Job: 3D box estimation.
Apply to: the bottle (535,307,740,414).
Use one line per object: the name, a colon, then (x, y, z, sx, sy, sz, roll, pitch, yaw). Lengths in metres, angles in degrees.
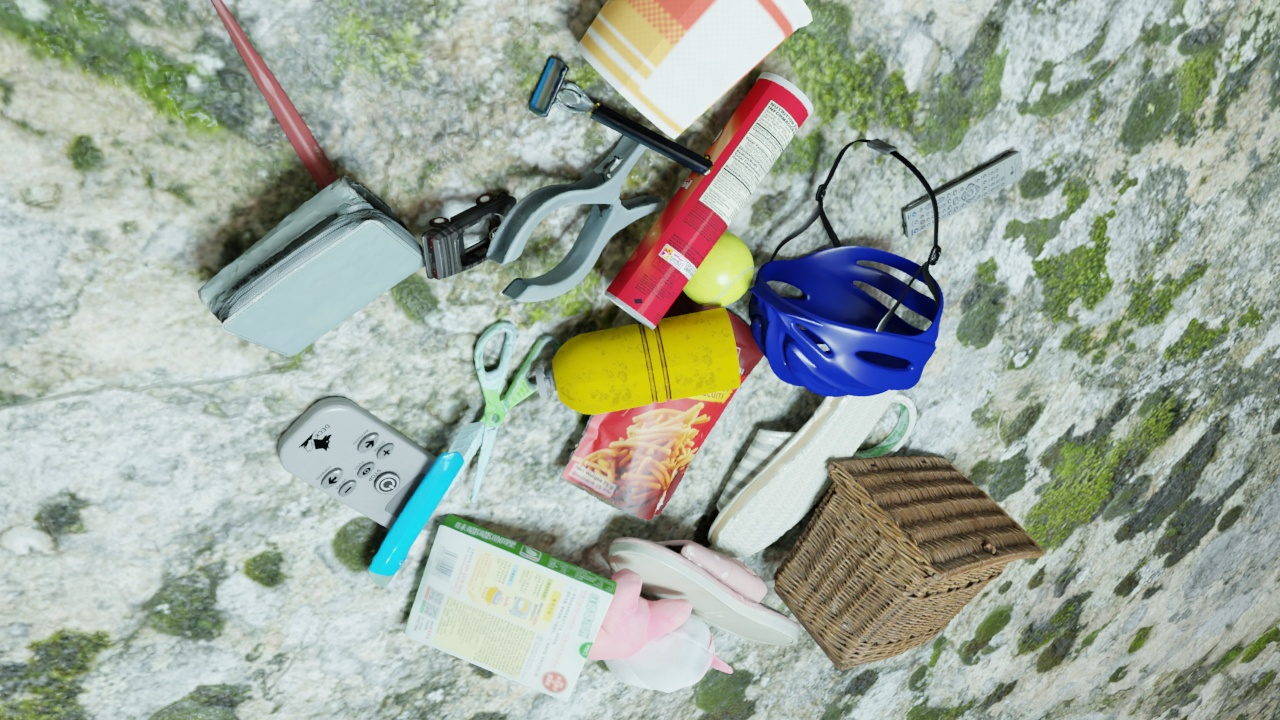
bottle: (-0.005, 0.004, 0.768, 0.164, 0.071, 0.071, -11, 126, -1)

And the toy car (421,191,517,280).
toy car: (-0.121, -0.090, 0.671, 0.092, 0.037, 0.040, -40, 138, -46)

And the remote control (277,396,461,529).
remote control: (-0.224, 0.090, 0.761, 0.074, 0.019, 0.151, -44, 130, 3)

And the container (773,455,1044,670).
container: (0.282, 0.223, 1.010, 0.249, 0.162, 0.183, 4, 125, -45)

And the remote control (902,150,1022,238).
remote control: (0.314, -0.163, 0.892, 0.136, 0.013, 0.033, -29, 130, -9)

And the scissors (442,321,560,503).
scissors: (-0.119, 0.051, 0.787, 0.092, 0.032, 0.175, 5, 115, -36)

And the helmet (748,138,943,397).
helmet: (0.196, -0.075, 0.796, 0.241, 0.148, 0.228, -5, 124, -42)

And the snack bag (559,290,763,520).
snack bag: (0.021, 0.039, 0.853, 0.138, 0.066, 0.208, 25, 96, -32)

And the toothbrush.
toothbrush: (-0.236, -0.174, 0.585, 0.016, 0.016, 0.190, -30, 129, -9)

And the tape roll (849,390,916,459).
tape roll: (0.262, 0.074, 1.015, 0.093, 0.018, 0.094, -14, 126, -21)

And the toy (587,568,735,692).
toy: (-0.006, 0.282, 0.941, 0.142, 0.084, 0.213, -13, 143, 30)

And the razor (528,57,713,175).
razor: (-0.010, -0.174, 0.685, 0.144, 0.022, 0.043, 24, 106, -15)

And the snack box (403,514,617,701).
snack box: (-0.122, 0.229, 0.845, 0.168, 0.027, 0.132, 22, 111, 1)

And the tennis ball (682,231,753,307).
tennis ball: (0.063, -0.078, 0.778, 0.065, 0.065, 0.065, -14, 125, -21)

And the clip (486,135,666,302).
clip: (-0.050, -0.120, 0.686, 0.162, 0.028, 0.115, -40, 135, -26)

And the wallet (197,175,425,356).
wallet: (-0.221, -0.061, 0.628, 0.131, 0.054, 0.100, -39, 161, 0)

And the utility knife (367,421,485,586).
utility knife: (-0.184, 0.123, 0.782, 0.031, 0.015, 0.186, 20, 113, -43)

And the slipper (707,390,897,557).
slipper: (0.167, 0.097, 0.956, 0.114, 0.054, 0.273, 26, 110, -41)

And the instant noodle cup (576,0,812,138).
instant noodle cup: (0.030, -0.231, 0.633, 0.121, 0.123, 0.123, -46, 130, 15)

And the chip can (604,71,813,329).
chip can: (0.053, -0.125, 0.730, 0.051, 0.052, 0.214, 35, 91, -39)

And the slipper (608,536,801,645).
slipper: (0.074, 0.236, 0.969, 0.274, 0.114, 0.054, 38, 56, -34)
